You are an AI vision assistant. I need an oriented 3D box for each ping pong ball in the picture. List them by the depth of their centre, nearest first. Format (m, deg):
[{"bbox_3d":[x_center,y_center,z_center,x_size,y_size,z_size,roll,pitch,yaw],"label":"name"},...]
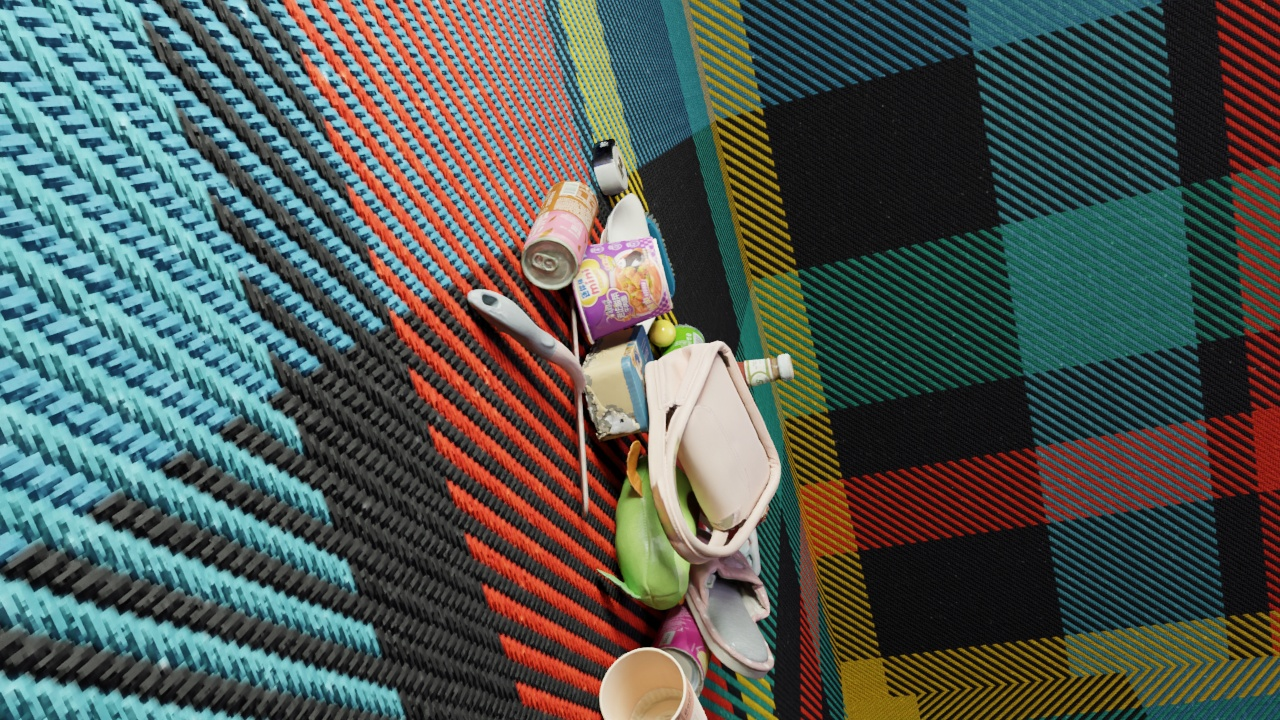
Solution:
[{"bbox_3d":[0.032,-0.040,1.352,0.040,0.040,0.040,-11,89,-77],"label":"ping pong ball"}]

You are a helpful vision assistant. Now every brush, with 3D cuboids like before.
[{"bbox_3d":[0.012,-0.140,1.322,0.073,0.055,0.144,-82,157,-56],"label":"brush"}]

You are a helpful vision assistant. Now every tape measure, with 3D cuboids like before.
[{"bbox_3d":[-0.040,-0.259,1.252,0.066,0.034,0.065,62,20,-45],"label":"tape measure"}]

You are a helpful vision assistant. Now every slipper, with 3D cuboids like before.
[{"bbox_3d":[0.100,0.267,1.086,0.114,0.054,0.274,29,15,-17],"label":"slipper"}]

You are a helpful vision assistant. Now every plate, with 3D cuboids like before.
[{"bbox_3d":[-0.015,-0.126,1.210,0.163,0.034,0.164,-60,136,-59],"label":"plate"}]

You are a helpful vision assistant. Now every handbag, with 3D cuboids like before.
[{"bbox_3d":[0.064,0.109,0.959,0.193,0.093,0.233,61,26,-22],"label":"handbag"}]

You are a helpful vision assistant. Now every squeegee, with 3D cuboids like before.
[{"bbox_3d":[-0.086,-0.006,0.832,0.249,0.040,0.247,52,30,-61],"label":"squeegee"}]

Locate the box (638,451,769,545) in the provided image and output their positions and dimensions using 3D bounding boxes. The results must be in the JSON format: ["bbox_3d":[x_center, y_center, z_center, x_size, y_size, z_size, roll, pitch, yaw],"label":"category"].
[{"bbox_3d":[0.087,0.150,1.166,0.168,0.076,0.091,43,13,5],"label":"box"}]

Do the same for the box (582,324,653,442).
[{"bbox_3d":[-0.019,0.021,1.027,0.184,0.061,0.090,-70,146,-70],"label":"box"}]

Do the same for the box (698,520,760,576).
[{"bbox_3d":[0.108,0.204,1.295,0.119,0.098,0.201,64,19,-57],"label":"box"}]

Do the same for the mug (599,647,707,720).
[{"bbox_3d":[0.009,0.346,0.862,0.114,0.082,0.106,-59,145,-30],"label":"mug"}]

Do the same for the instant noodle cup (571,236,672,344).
[{"bbox_3d":[-0.021,-0.083,0.999,0.111,0.099,0.111,-13,88,-86],"label":"instant noodle cup"}]

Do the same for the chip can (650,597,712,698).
[{"bbox_3d":[0.054,0.322,1.066,0.210,0.071,0.071,-33,111,-75],"label":"chip can"}]

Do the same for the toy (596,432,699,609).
[{"bbox_3d":[0.018,0.177,1.000,0.246,0.090,0.227,-84,156,-60],"label":"toy"}]

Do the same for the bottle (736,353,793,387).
[{"bbox_3d":[0.094,0.026,1.190,0.059,0.206,0.060,-10,89,-77],"label":"bottle"}]

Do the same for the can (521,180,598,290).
[{"bbox_3d":[-0.079,-0.128,0.920,0.147,0.058,0.058,-80,155,-57],"label":"can"}]

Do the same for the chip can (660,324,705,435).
[{"bbox_3d":[0.064,0.037,1.317,0.235,0.072,0.072,-88,162,-57],"label":"chip can"}]
